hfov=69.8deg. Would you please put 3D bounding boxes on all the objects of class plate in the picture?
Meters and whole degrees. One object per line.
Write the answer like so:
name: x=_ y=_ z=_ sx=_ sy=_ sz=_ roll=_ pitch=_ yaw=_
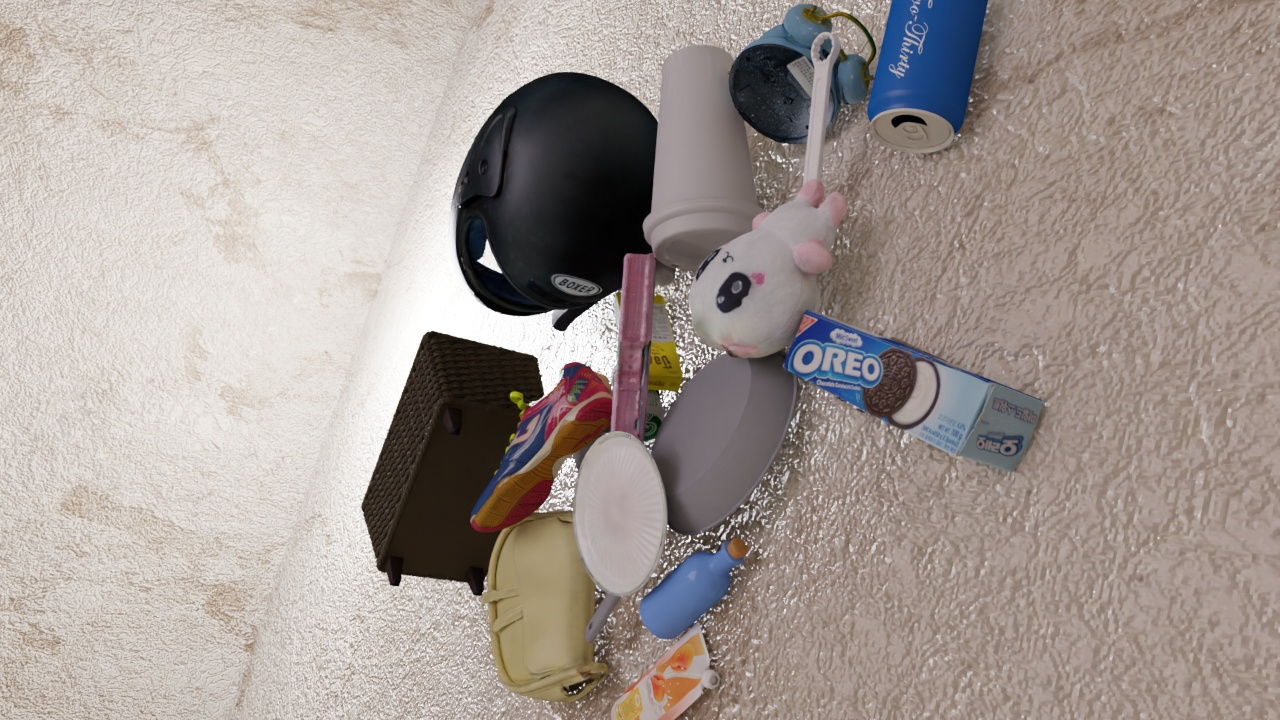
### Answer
plate: x=-0.019 y=0.146 z=0.883 sx=0.157 sy=0.014 sz=0.157 roll=-10 pitch=78 yaw=53

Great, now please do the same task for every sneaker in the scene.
sneaker: x=-0.124 y=0.101 z=1.064 sx=0.242 sy=0.116 sz=0.091 roll=-48 pitch=59 yaw=19

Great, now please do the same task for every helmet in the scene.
helmet: x=-0.092 y=-0.179 z=1.095 sx=0.236 sy=0.248 sz=0.316 roll=39 pitch=108 yaw=49

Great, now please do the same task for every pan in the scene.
pan: x=0.029 y=0.133 z=0.895 sx=0.357 sy=0.050 sz=0.200 roll=-54 pitch=20 yaw=12

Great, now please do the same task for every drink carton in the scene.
drink carton: x=0.025 y=0.302 z=0.845 sx=0.122 sy=0.039 sz=0.069 roll=-50 pitch=30 yaw=22

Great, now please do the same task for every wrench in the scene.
wrench: x=0.160 y=-0.166 z=0.859 sx=0.047 sy=0.009 sz=0.273 roll=13 pitch=99 yaw=54

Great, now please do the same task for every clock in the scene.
clock: x=0.162 y=-0.285 z=0.915 sx=0.162 sy=0.118 sz=0.059 roll=-17 pitch=33 yaw=53

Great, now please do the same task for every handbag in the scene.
handbag: x=-0.103 y=0.274 z=1.044 sx=0.191 sy=0.088 sz=0.232 roll=-39 pitch=38 yaw=40

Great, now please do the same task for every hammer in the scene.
hammer: x=-0.042 y=-0.111 z=1.266 sx=0.314 sy=0.035 sz=0.139 roll=-33 pitch=42 yaw=50

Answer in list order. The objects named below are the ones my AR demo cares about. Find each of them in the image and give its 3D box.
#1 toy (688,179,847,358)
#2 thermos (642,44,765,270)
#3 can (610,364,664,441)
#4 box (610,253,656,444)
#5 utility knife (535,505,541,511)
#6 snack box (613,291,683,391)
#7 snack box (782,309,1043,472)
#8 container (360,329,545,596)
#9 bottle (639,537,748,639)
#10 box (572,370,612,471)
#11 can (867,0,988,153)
toy: x=0.119 y=-0.081 z=0.832 sx=0.180 sy=0.101 sz=0.138 roll=-56 pitch=31 yaw=15
thermos: x=0.066 y=-0.220 z=0.990 sx=0.132 sy=0.131 sz=0.221 roll=-26 pitch=61 yaw=54
can: x=-0.004 y=0.043 z=1.057 sx=0.053 sy=0.053 sz=0.101 roll=-53 pitch=30 yaw=30
box: x=-0.005 y=0.006 z=0.960 sx=0.098 sy=0.037 sz=0.233 roll=15 pitch=-101 yaw=-84
utility knife: x=-0.165 y=0.137 z=1.332 sx=0.029 sy=0.020 sz=0.213 roll=-55 pitch=31 yaw=26
snack box: x=0.007 y=-0.024 z=1.073 sx=0.148 sy=0.061 sz=0.026 roll=-101 pitch=19 yaw=-47
snack box: x=0.195 y=0.016 z=0.697 sx=0.226 sy=0.059 sz=0.059 roll=37 pitch=108 yaw=63
container: x=-0.258 y=0.157 z=1.293 sx=0.322 sy=0.176 sz=0.205 roll=-65 pitch=28 yaw=21
bottle: x=0.053 y=0.204 z=0.839 sx=0.131 sy=0.048 sz=0.048 roll=-50 pitch=32 yaw=34
box: x=-0.053 y=0.091 z=1.125 sx=0.081 sy=0.062 sz=0.216 roll=-63 pitch=26 yaw=21
can: x=0.243 y=-0.258 z=0.777 sx=0.079 sy=0.079 sz=0.146 roll=-7 pitch=65 yaw=61
